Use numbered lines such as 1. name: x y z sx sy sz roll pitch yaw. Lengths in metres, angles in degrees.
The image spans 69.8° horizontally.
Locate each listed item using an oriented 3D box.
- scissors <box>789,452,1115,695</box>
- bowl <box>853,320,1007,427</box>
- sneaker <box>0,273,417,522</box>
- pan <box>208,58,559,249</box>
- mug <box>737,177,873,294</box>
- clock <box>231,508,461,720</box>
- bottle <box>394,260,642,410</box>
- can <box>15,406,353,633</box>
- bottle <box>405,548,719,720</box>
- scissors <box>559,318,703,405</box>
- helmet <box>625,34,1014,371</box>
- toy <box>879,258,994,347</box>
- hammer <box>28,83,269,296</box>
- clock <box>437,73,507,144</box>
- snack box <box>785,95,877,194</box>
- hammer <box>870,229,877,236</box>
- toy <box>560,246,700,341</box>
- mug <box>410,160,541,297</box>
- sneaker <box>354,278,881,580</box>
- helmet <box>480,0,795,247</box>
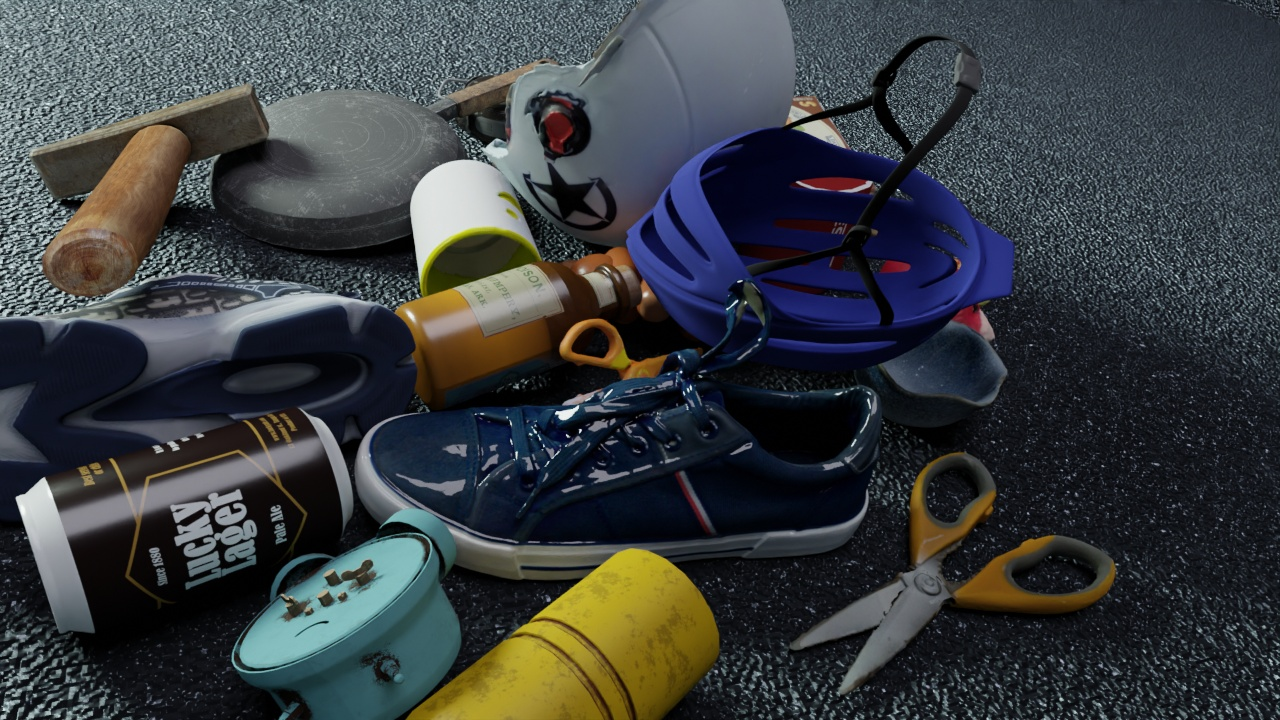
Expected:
1. scissors: 0.168 0.116 0.532 0.224 0.016 0.166 -9 42 -25
2. bowl: 0.193 0.011 0.644 0.110 0.055 0.110 9 37 -7
3. sneaker: -0.270 -0.001 0.501 0.268 0.103 0.132 -9 27 -28
4. pan: -0.190 -0.201 0.775 0.208 0.040 0.355 31 51 24
5. mug: 0.146 -0.119 0.766 0.116 0.097 0.080 -19 47 -36
6. clock: -0.122 0.110 0.399 0.090 0.053 0.124 -23 16 1
7. bottle: -0.070 -0.025 0.581 0.156 0.068 0.068 -21 48 -26
8. can: -0.206 0.071 0.427 0.128 0.072 0.072 -18 47 -35
9. bottle: -0.042 0.149 0.377 0.071 0.071 0.163 34 41 26
10. scissors: -0.002 0.020 0.590 0.133 0.084 0.012 12 -3 -43
11. helmet: 0.107 -0.093 0.549 0.241 0.228 0.147 12 59 8
12. toy: 0.237 -0.056 0.745 0.105 0.067 0.137 12 28 4
13. hammer: -0.315 -0.105 0.562 0.157 0.037 0.300 -21 30 -10
14. clock: -0.130 -0.237 0.879 0.123 0.044 0.091 7 41 -2
15. snack box: 0.122 -0.185 0.855 0.143 0.041 0.146 -8 53 -18
16. hammer: 0.100 -0.191 0.894 0.331 0.031 0.119 26 51 14
17. toy: -0.012 -0.050 0.670 0.127 0.065 0.094 -4 33 -7
18. mug: -0.118 -0.082 0.648 0.082 0.083 0.106 -2 38 -19
19. sneaker: -0.002 0.035 0.497 0.294 0.127 0.120 1 40 -13
20. helmet: 0.022 -0.186 0.702 0.163 0.265 0.235 48 52 -7
